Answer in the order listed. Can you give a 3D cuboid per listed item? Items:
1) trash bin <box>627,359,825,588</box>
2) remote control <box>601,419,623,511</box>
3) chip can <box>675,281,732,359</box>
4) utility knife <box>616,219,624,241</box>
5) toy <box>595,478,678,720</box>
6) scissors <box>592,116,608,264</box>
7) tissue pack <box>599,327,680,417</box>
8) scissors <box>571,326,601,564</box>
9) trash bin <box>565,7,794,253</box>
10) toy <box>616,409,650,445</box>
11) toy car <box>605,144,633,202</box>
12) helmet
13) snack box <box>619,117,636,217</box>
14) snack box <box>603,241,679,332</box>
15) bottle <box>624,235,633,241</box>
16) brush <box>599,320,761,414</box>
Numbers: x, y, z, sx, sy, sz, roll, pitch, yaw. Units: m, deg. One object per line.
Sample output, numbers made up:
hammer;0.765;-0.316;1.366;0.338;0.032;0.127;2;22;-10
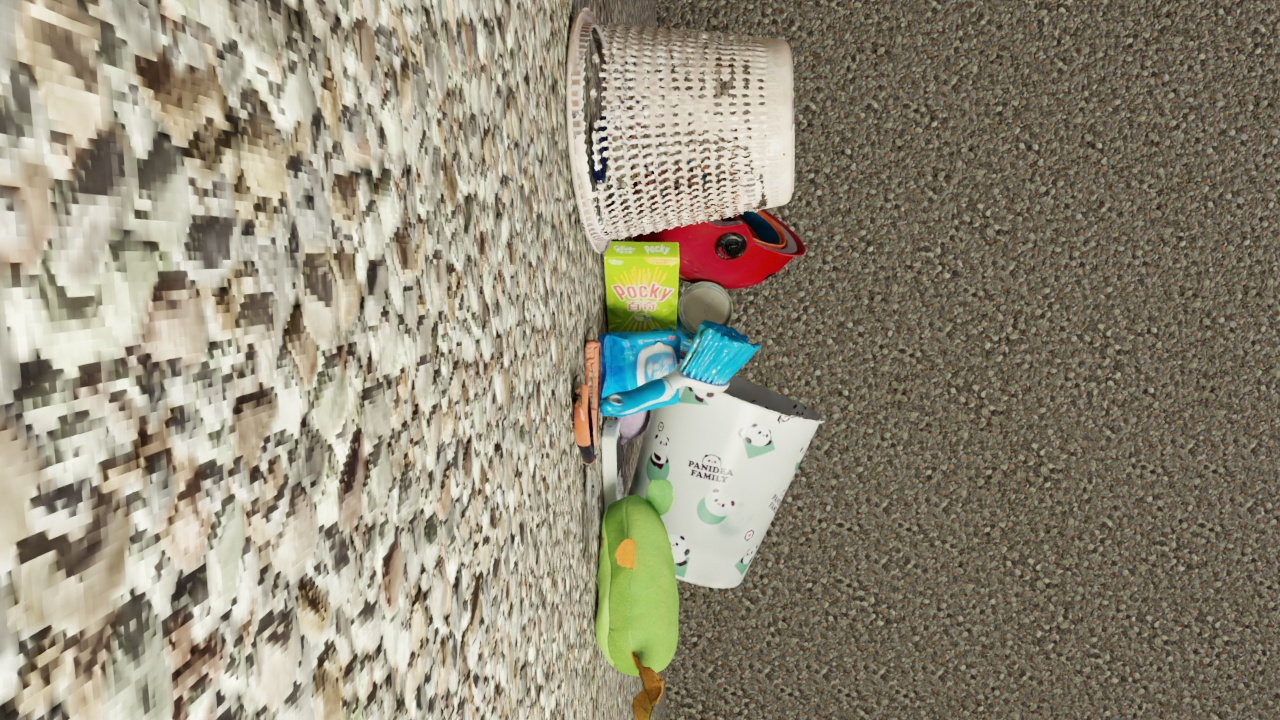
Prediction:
trash bin;0.096;0.152;1.238;0.229;0.229;0.252;-63;173;-83
remote control;-0.032;0.145;1.079;0.058;0.021;0.150;-81;171;-71
chip can;0.072;-0.049;1.231;0.210;0.071;0.071;122;-32;-80
utility knife;-0.025;-0.202;1.300;0.033;0.015;0.218;82;8;-50
toy;-0.004;0.251;0.972;0.227;0.090;0.246;86;1;-55
scissors;-0.044;-0.196;1.015;0.176;0.012;0.162;87;4;-65
tissue pack;0.004;0.012;1.051;0.156;0.052;0.095;-9;98;-58
scissors;-0.048;0.077;0.869;0.188;0.015;0.226;-88;177;-45
trash bin;0.045;-0.217;0.864;0.227;0.192;0.227;0;89;-82
toy;-0.008;0.074;1.264;0.083;0.039;0.108;-57;165;-8
toy car;-0.027;-0.224;1.103;0.090;0.035;0.042;108;-16;-72
helmet;0.082;-0.171;1.193;0.144;0.240;0.206;-47;-163;24
snack box;-0.022;-0.267;1.264;0.155;0.027;0.077;-86;175;-51
snack box;0.001;-0.080;1.082;0.157;0.086;0.026;90;1;-56
bottle;0.000;-0.172;1.348;0.196;0.068;0.068;-93;179;-46
brush;0.050;0.009;0.998;0.109;0.060;0.314;-58;161;10
